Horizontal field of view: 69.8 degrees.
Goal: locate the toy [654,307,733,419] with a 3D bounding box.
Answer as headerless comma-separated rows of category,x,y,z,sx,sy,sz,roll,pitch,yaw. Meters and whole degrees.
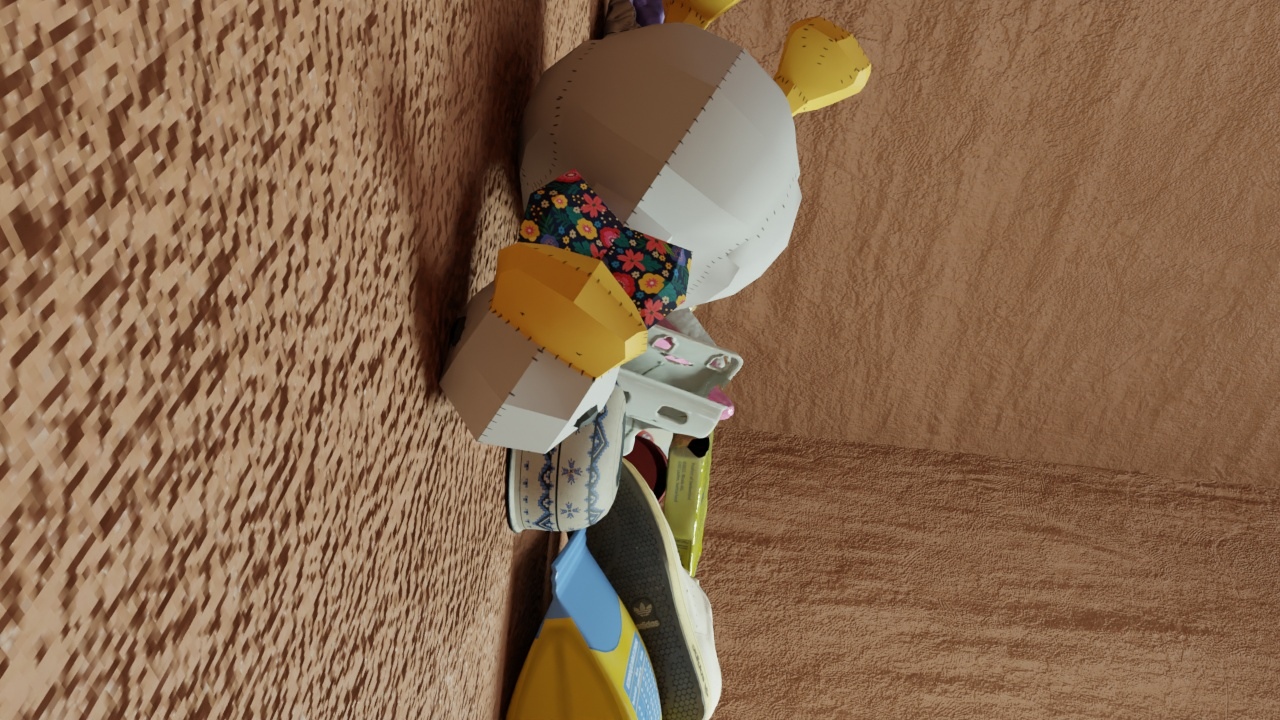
toy,-0.005,0.005,0.848,0.127,0.186,0.266,-41,167,-14

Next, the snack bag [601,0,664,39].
snack bag,-0.006,-0.206,0.757,0.206,0.058,0.096,86,7,-56

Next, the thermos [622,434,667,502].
thermos,-0.021,0.127,0.951,0.108,0.084,0.198,-53,172,-3

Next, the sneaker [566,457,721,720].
sneaker,0.015,0.192,0.782,0.102,0.089,0.241,7,61,-60

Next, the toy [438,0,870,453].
toy,-0.005,-0.069,0.434,0.267,0.141,0.247,-58,-174,-18

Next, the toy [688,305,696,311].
toy,0.017,-0.042,1.100,0.108,0.105,0.134,174,-77,-71

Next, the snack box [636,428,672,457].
snack box,0.020,0.046,1.158,0.110,0.061,0.229,-39,-160,26

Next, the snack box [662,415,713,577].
snack box,0.041,0.143,0.908,0.121,0.045,0.181,-62,159,-68

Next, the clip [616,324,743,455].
clip,-0.008,0.031,0.714,0.152,0.125,0.091,-53,-158,42

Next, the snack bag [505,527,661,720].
snack bag,-0.041,0.229,0.649,0.159,0.102,0.205,-6,91,-87

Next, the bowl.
bowl,-0.041,0.052,0.569,0.115,0.059,0.115,9,87,-87
